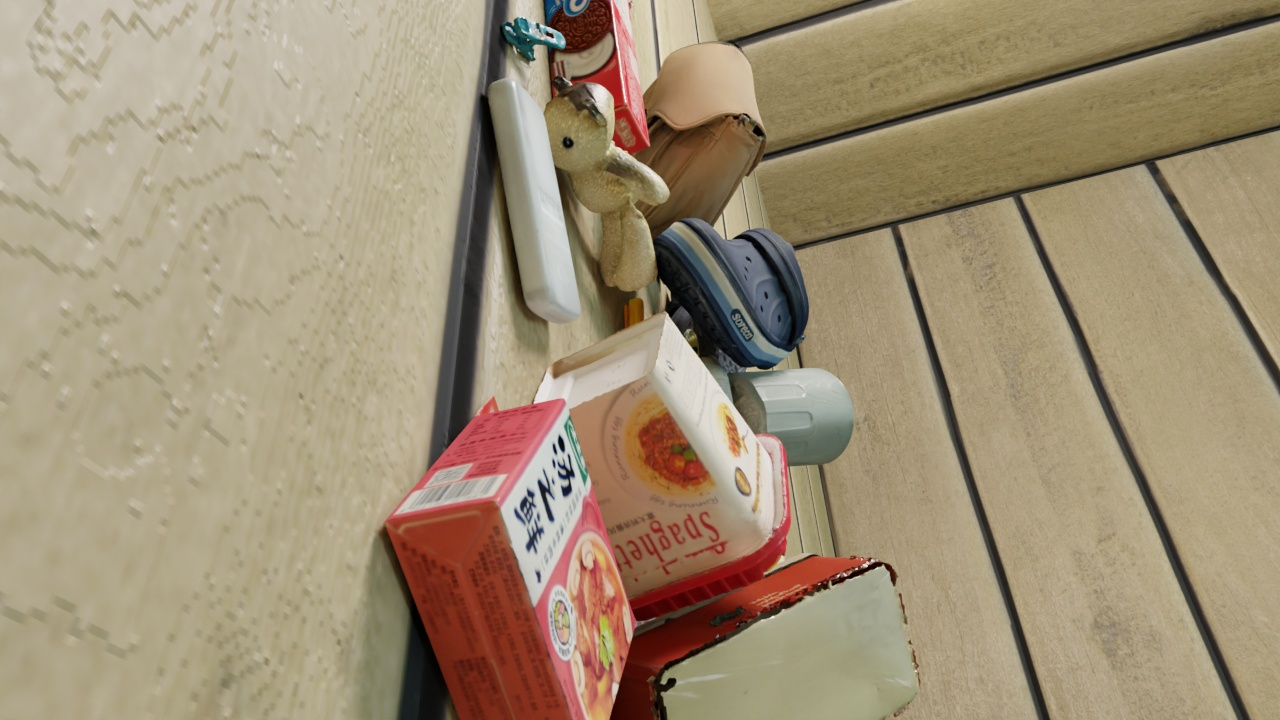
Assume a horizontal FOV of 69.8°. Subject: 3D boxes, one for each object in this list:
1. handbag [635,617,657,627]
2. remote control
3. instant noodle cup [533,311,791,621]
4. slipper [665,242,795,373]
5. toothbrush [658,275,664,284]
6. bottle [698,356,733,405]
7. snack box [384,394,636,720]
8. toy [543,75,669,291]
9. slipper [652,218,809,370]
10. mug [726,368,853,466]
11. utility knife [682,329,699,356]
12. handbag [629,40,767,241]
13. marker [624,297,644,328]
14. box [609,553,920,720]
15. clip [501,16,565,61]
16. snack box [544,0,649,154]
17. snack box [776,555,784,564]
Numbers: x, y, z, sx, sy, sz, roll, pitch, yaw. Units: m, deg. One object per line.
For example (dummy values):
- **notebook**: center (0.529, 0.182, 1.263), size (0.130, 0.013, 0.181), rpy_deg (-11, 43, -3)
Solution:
- **handbag**: center (0.054, 0.216, 0.581), size (0.134, 0.076, 0.194), rpy_deg (-38, 115, -73)
- **remote control**: center (-0.060, -0.088, 0.516), size (0.056, 0.020, 0.136), rpy_deg (28, 50, -75)
- **instant noodle cup**: center (0.007, 0.053, 0.488), size (0.124, 0.116, 0.116), rpy_deg (59, 18, -20)
- **slipper**: center (0.080, -0.049, 0.941), size (0.267, 0.083, 0.111), rpy_deg (-38, 127, -49)
- **toothbrush**: center (0.025, -0.138, 0.960), size (0.188, 0.014, 0.017), rpy_deg (-89, 169, -49)
- **bottle**: center (0.049, 0.094, 0.701), size (0.068, 0.068, 0.189), rpy_deg (31, 47, -73)
- **snack box**: center (-0.042, 0.081, 0.369), size (0.127, 0.044, 0.113), rpy_deg (-66, 142, -70)
- **toy**: center (-0.026, -0.114, 0.622), size (0.105, 0.066, 0.157), rpy_deg (43, -20, 45)
- **slipper**: center (0.093, -0.053, 0.747), size (0.105, 0.095, 0.252), rpy_deg (49, 8, 21)
- **mug**: center (0.100, 0.056, 0.774), size (0.103, 0.124, 0.083), rpy_deg (-1, 69, -39)
- **utility knife**: center (0.049, 0.047, 0.828), size (0.030, 0.018, 0.152), rpy_deg (-23, 105, -61)
- **handbag**: center (0.037, -0.189, 0.791), size (0.099, 0.148, 0.204), rpy_deg (29, 33, -21)
- **marker**: center (-0.004, 0.004, 0.689), size (0.018, 0.015, 0.123), rpy_deg (58, 25, -51)
- **box**: center (0.068, 0.166, 0.474), size (0.168, 0.079, 0.091), rpy_deg (-14, 91, -33)
- **clip**: center (-0.070, -0.207, 0.590), size (0.055, 0.038, 0.013), rpy_deg (-12, 87, -71)
- **snack box**: center (-0.037, -0.250, 0.702), size (0.058, 0.057, 0.207), rpy_deg (49, 30, -60)
- **snack box**: center (0.101, 0.242, 0.795), size (0.114, 0.063, 0.239), rpy_deg (58, 23, -55)
